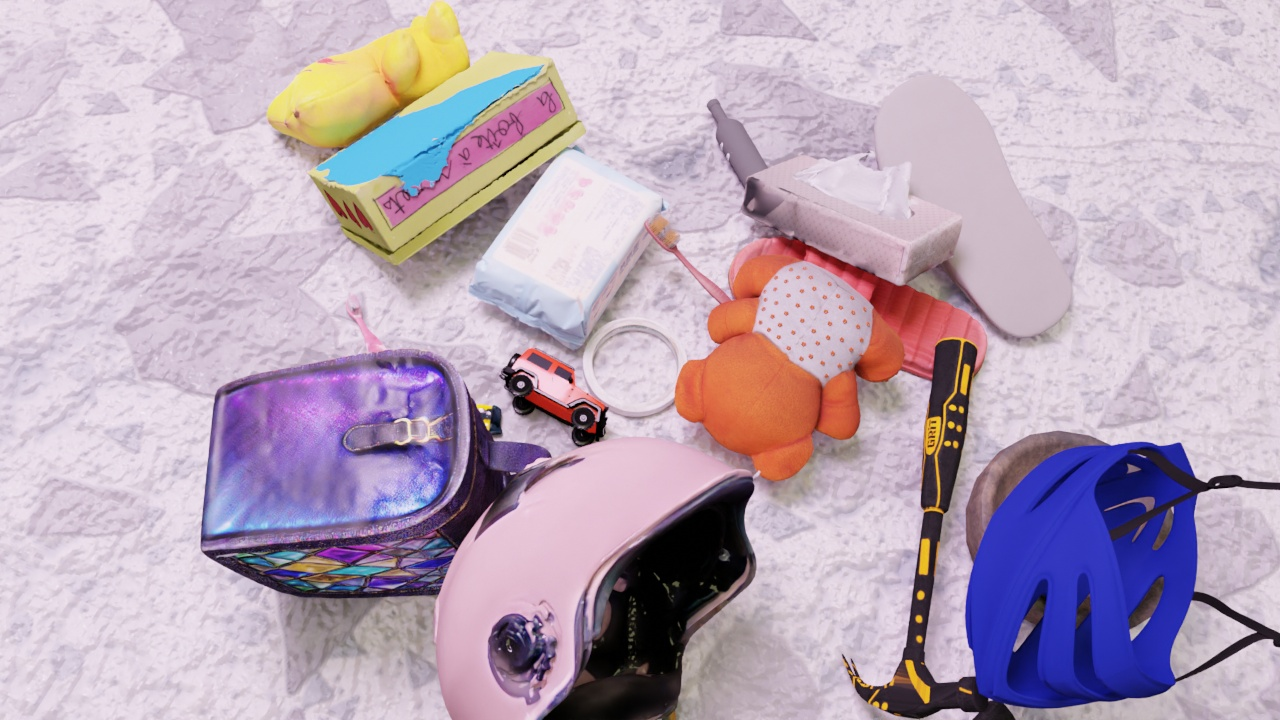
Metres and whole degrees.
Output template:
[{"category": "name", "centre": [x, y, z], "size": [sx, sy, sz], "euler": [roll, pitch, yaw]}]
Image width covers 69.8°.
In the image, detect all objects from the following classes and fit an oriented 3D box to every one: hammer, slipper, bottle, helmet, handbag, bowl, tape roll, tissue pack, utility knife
[{"category": "hammer", "centre": [0.231, 0.120, 0.730], "size": [0.036, 0.124, 0.319], "euler": [33, 59, -26]}, {"category": "slipper", "centre": [0.204, -0.057, 0.835], "size": [0.249, 0.059, 0.103], "euler": [21, 65, 4]}, {"category": "bottle", "centre": [0.095, -0.216, 0.916], "size": [0.030, 0.030, 0.113], "euler": [-20, 68, -14]}, {"category": "helmet", "centre": [-0.033, 0.149, 0.605], "size": [0.152, 0.256, 0.229], "euler": [37, 31, 27]}, {"category": "handbag", "centre": [-0.174, 0.089, 0.658], "size": [0.222, 0.205, 0.125], "euler": [-6, 65, -1]}, {"category": "bowl", "centre": [0.341, 0.144, 0.745], "size": [0.162, 0.070, 0.162], "euler": [2, 65, -4]}, {"category": "tape roll", "centre": [-0.005, 0.005, 0.813], "size": [0.093, 0.013, 0.093], "euler": [2, 65, -5]}, {"category": "tissue pack", "centre": [0.192, -0.142, 0.832], "size": [0.103, 0.071, 0.181], "euler": [-29, 44, -34]}, {"category": "helmet", "centre": [0.335, 0.139, 0.588], "size": [0.240, 0.228, 0.148], "euler": [-40, 107, -31]}, {"category": "tissue pack", "centre": [-0.060, -0.107, 0.831], "size": [0.112, 0.070, 0.181], "euler": [28, 63, 8]}, {"category": "slipper", "centre": [0.311, -0.141, 0.883], "size": [0.113, 0.080, 0.266], "euler": [-32, 85, 3]}, {"category": "utility knife", "centre": [-0.226, 0.042, 0.778], "size": [0.218, 0.019, 0.030], "euler": [4, 55, 0]}, {"category": "hammer", "centre": [0.150, 0.347, 0.659], "size": [0.323, 0.034, 0.170], "euler": [-29, 69, -18]}]

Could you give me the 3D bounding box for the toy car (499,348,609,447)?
[{"category": "toy car", "centre": [-0.070, 0.029, 0.775], "size": [0.100, 0.051, 0.048], "euler": [27, 67, 8]}]

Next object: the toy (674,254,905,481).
[{"category": "toy", "centre": [0.118, 0.006, 0.770], "size": [0.164, 0.093, 0.172], "euler": [37, 79, 7]}]

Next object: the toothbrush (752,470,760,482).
[{"category": "toothbrush", "centre": [0.073, 0.106, 0.679], "size": [0.010, 0.182, 0.010], "euler": [30, 71, 6]}]

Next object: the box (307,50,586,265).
[{"category": "box", "centre": [-0.174, -0.187, 0.827], "size": [0.220, 0.082, 0.124], "euler": [-43, 39, -20]}]

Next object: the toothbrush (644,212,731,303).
[{"category": "toothbrush", "centre": [0.070, -0.059, 0.816], "size": [0.184, 0.016, 0.015], "euler": [47, 59, -7]}]

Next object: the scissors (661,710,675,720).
[{"category": "scissors", "centre": [0.016, 0.231, 0.706], "size": [0.134, 0.016, 0.227], "euler": [35, 67, 13]}]

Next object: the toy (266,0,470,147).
[{"category": "toy", "centre": [-0.254, -0.262, 0.879], "size": [0.193, 0.135, 0.087], "euler": [-38, 117, -25]}]

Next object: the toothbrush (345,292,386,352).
[{"category": "toothbrush", "centre": [-0.227, -0.007, 0.789], "size": [0.021, 0.016, 0.135], "euler": [-20, 60, -26]}]
